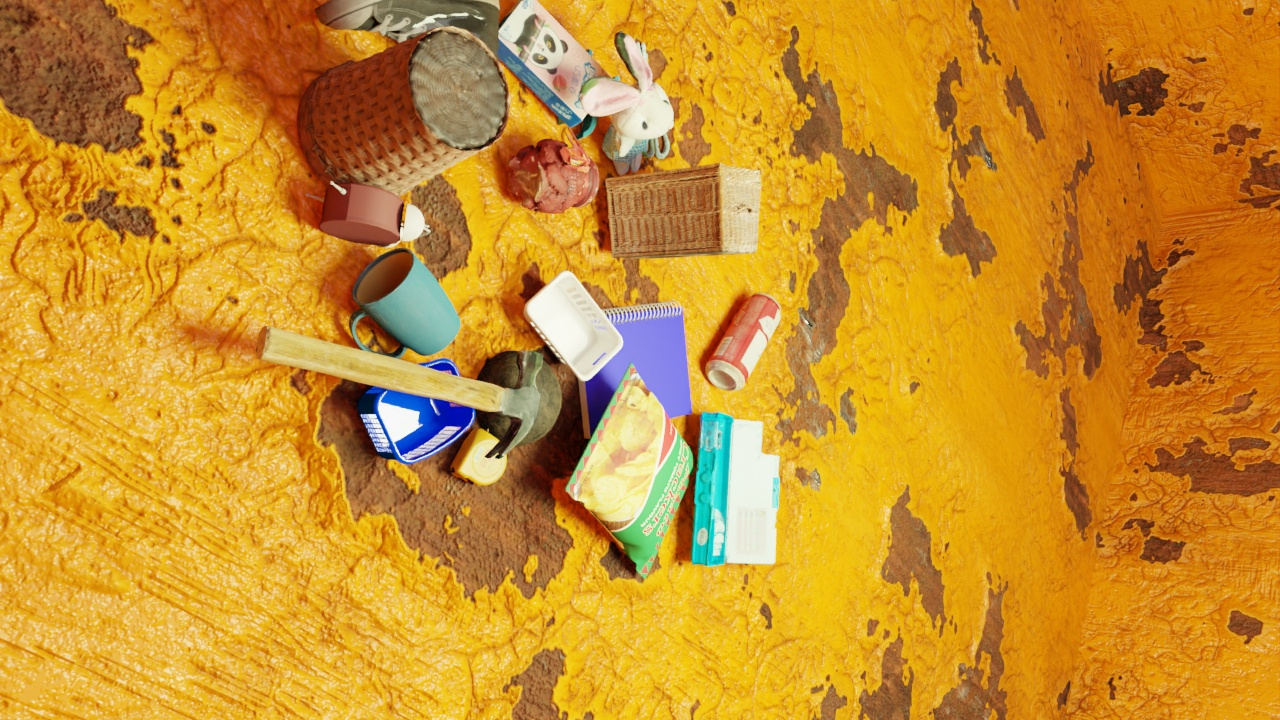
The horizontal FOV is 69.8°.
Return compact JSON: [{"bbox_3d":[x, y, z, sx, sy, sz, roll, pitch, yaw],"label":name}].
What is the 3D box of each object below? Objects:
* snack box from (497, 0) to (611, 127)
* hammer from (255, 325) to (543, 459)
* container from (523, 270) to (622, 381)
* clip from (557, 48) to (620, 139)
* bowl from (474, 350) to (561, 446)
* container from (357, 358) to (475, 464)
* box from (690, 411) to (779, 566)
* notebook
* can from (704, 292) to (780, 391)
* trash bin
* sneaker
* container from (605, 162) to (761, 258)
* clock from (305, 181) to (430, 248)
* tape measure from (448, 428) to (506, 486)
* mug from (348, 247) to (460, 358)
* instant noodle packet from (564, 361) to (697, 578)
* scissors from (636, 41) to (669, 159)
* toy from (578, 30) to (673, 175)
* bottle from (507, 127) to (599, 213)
[{"bbox_3d":[-0.117,-0.387,1.188,0.154,0.033,0.087,40,63,-25],"label":"snack box"},{"bbox_3d":[-0.243,0.022,0.976,0.330,0.033,0.132,18,77,-43],"label":"hammer"},{"bbox_3d":[-0.092,-0.044,1.182,0.080,0.050,0.129,-45,111,-19],"label":"container"},{"bbox_3d":[-0.065,-0.352,1.263,0.113,0.028,0.126,44,60,-28],"label":"clip"},{"bbox_3d":[-0.141,0.047,1.141,0.121,0.056,0.121,3,85,-45],"label":"bowl"},{"bbox_3d":[-0.253,0.056,1.026,0.114,0.058,0.096,-35,112,-41],"label":"container"},{"bbox_3d":[0.139,0.199,1.411,0.180,0.074,0.227,12,80,-45],"label":"box"},{"bbox_3d":[-0.008,0.008,1.305,0.208,0.022,0.171,-10,97,-45],"label":"notebook"},{"bbox_3d":[0.164,-0.030,1.447,0.067,0.067,0.169,52,54,-30],"label":"can"},{"bbox_3d":[-0.239,-0.254,0.951,0.151,0.211,0.151,3,86,-46],"label":"trash bin"},{"bbox_3d":[-0.248,-0.355,1.034,0.234,0.095,0.120,-16,97,-52],"label":"sneaker"},{"bbox_3d":[0.059,-0.200,1.258,0.113,0.199,0.113,-9,98,-57],"label":"container"},{"bbox_3d":[-0.288,-0.153,0.984,0.124,0.087,0.044,13,77,-40],"label":"clock"},{"bbox_3d":[-0.191,0.119,1.106,0.059,0.030,0.068,44,61,-35],"label":"tape measure"},{"bbox_3d":[-0.265,-0.050,1.015,0.112,0.084,0.104,-42,131,-6],"label":"mug"},{"bbox_3d":[-0.003,0.155,1.246,0.195,0.090,0.253,-63,142,-27],"label":"instant noodle packet"},{"bbox_3d":[0.009,-0.383,1.347,0.072,0.033,0.175,-13,93,-42],"label":"scissors"},{"bbox_3d":[-0.008,-0.313,1.227,0.130,0.106,0.206,-58,164,-24],"label":"toy"},{"bbox_3d":[-0.109,-0.237,1.163,0.111,0.099,0.099,-5,92,-50],"label":"bottle"}]
